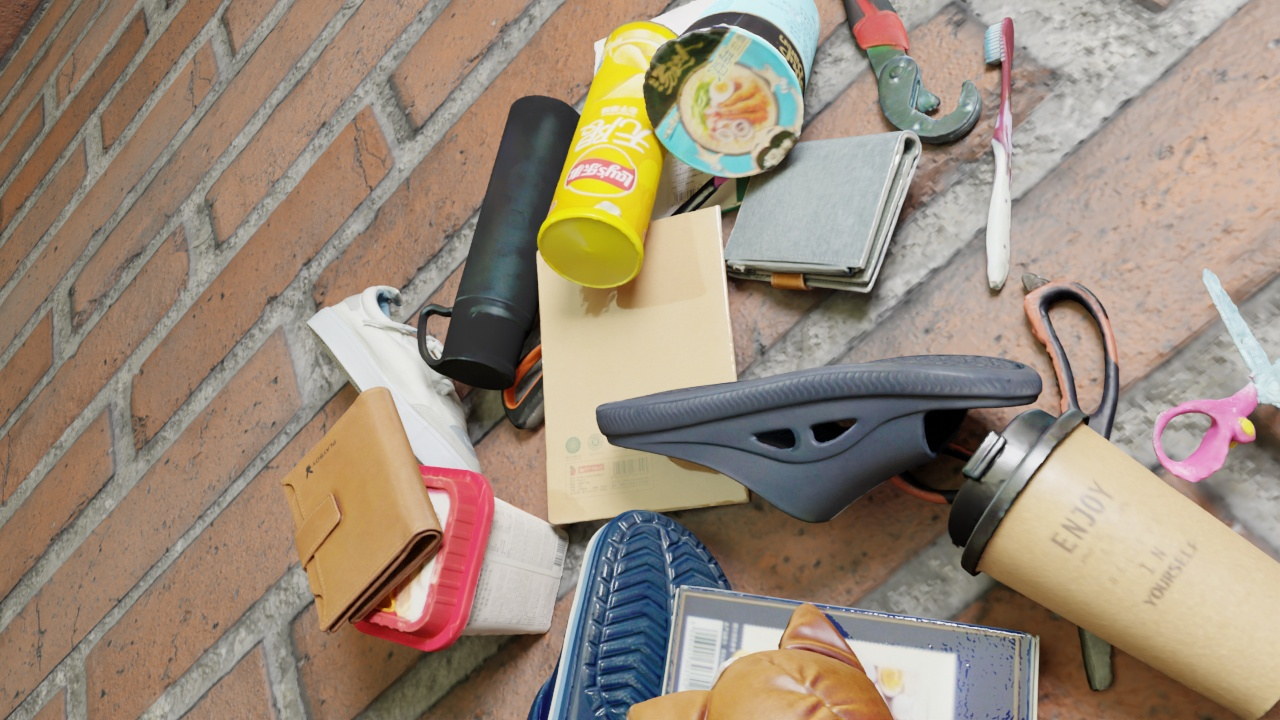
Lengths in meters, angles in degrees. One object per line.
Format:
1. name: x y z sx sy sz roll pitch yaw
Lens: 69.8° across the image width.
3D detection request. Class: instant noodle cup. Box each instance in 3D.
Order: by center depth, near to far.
1. instant noodle cup: 0.074 -0.205 0.636 0.111 0.111 0.120 -8 38 35
2. instant noodle cup: -0.122 0.140 0.636 0.117 0.124 0.116 0 71 39

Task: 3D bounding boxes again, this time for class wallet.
1. wallet: -0.186 0.095 0.602 0.108 0.031 0.131 -44 49 13
2. wallet: 0.116 -0.096 0.607 0.130 0.037 0.106 13 82 54

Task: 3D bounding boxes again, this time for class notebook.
1. notebook: -0.004 0.004 0.642 0.148 0.008 0.207 -11 74 22
2. notebook: 0.021 -0.198 0.744 0.151 0.012 0.208 -12 65 32

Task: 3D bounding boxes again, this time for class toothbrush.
1. toothbrush: 0.217 -0.130 0.561 0.017 0.016 0.187 -8 66 44
2. toothbrush: 0.016 -0.095 0.671 0.189 0.017 0.014 -43 63 10

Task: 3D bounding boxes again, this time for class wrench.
1. wrench: 0.166 -0.253 0.652 0.056 0.016 0.273 -31 55 24

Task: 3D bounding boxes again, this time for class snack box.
1. snack box: 0.097 0.215 0.458 0.183 0.046 0.177 3 73 21

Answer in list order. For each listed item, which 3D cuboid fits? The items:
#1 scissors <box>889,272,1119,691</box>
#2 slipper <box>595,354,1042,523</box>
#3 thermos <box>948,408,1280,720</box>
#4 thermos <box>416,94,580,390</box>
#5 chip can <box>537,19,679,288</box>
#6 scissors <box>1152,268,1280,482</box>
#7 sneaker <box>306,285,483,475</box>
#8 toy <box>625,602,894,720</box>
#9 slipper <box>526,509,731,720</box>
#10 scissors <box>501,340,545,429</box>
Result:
1. scissors: 0.220 0.054 0.482 0.223 0.015 0.189 28 89 41
2. slipper: 0.091 0.045 0.520 0.269 0.110 0.083 -8 90 39
3. thermos: 0.216 0.088 0.409 0.143 0.093 0.093 36 95 30
4. thermos: -0.114 -0.100 0.744 0.090 0.068 0.242 10 67 7
5. chip can: -0.015 -0.153 0.663 0.072 0.072 0.212 -15 47 33
6. scissors: 0.288 0.020 0.413 0.133 0.017 0.135 -39 78 -18
7. sneaker: -0.184 0.022 0.770 0.090 0.090 0.242 -35 59 -17
8. toy: 0.090 0.203 0.384 0.199 0.139 0.131 49 134 28
9. slipper: -0.015 0.219 0.545 0.095 0.105 0.252 -29 42 60
10. scissors: -0.023 -0.020 0.694 0.221 0.021 0.232 -36 55 21
